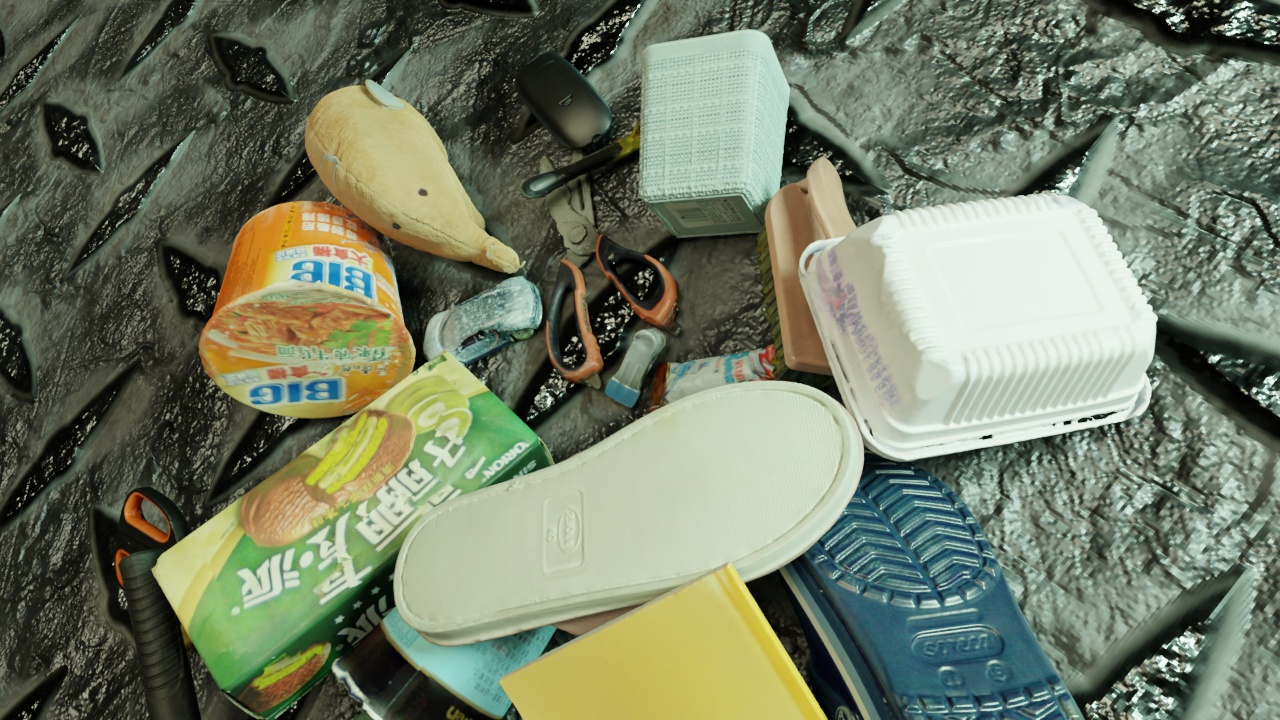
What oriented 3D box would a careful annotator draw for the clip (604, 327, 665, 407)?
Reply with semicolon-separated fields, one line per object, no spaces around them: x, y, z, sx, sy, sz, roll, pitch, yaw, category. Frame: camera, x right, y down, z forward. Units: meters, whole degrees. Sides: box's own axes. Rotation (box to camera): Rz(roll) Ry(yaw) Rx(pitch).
-0.003;0.003;0.629;0.024;0.028;0.057;29;104;11;clip

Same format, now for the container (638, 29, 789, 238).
0.051;-0.150;0.632;0.090;0.090;0.111;-2;75;22;container

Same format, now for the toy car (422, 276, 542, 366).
-0.124;-0.028;0.701;0.106;0.031;0.049;-26;57;15;toy car

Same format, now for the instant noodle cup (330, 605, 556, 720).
-0.106;0.171;0.565;0.111;0.111;0.120;29;73;33;instant noodle cup

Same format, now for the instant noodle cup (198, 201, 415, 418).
-0.253;-0.043;0.708;0.151;0.151;0.111;-25;50;14;instant noodle cup

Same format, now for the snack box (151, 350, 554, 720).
-0.182;0.107;0.605;0.239;0.063;0.114;-38;55;-19;snack box

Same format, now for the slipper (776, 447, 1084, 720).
0.134;0.143;0.464;0.105;0.095;0.252;-6;37;-16;slipper

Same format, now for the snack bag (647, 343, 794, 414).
0.053;0.011;0.600;0.104;0.026;0.048;-8;51;22;snack bag

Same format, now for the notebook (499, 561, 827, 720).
0.038;0.215;0.444;0.146;0.010;0.206;-33;88;22;notebook

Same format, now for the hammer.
-0.302;0.272;0.612;0.129;0.033;0.300;-26;73;12;hammer

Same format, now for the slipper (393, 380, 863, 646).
-0.011;0.090;0.496;0.275;0.054;0.114;-22;53;16;slipper

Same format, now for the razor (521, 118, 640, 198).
-0.027;-0.159;0.710;0.143;0.022;0.042;-26;81;1;razor

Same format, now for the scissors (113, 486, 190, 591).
-0.319;0.172;0.665;0.235;0.021;0.125;37;107;30;scissors

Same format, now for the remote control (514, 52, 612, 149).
-0.069;-0.222;0.762;0.053;0.024;0.136;-37;52;1;remote control

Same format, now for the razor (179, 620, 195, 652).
-0.294;0.165;0.688;0.168;0.062;0.067;-40;87;11;razor

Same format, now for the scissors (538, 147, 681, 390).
-0.034;-0.081;0.691;0.214;0.015;0.196;20;78;33;scissors

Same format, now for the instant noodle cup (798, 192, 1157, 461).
0.185;-0.028;0.484;0.173;0.060;0.138;-9;63;-12;instant noodle cup

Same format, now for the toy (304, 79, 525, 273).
-0.178;-0.132;0.709;0.083;0.143;0.226;-56;52;25;toy

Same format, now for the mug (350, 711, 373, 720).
-0.181;0.265;0.545;0.106;0.112;0.082;-43;47;1;mug

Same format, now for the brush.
0.111;-0.055;0.567;0.063;0.073;0.145;8;57;-17;brush
